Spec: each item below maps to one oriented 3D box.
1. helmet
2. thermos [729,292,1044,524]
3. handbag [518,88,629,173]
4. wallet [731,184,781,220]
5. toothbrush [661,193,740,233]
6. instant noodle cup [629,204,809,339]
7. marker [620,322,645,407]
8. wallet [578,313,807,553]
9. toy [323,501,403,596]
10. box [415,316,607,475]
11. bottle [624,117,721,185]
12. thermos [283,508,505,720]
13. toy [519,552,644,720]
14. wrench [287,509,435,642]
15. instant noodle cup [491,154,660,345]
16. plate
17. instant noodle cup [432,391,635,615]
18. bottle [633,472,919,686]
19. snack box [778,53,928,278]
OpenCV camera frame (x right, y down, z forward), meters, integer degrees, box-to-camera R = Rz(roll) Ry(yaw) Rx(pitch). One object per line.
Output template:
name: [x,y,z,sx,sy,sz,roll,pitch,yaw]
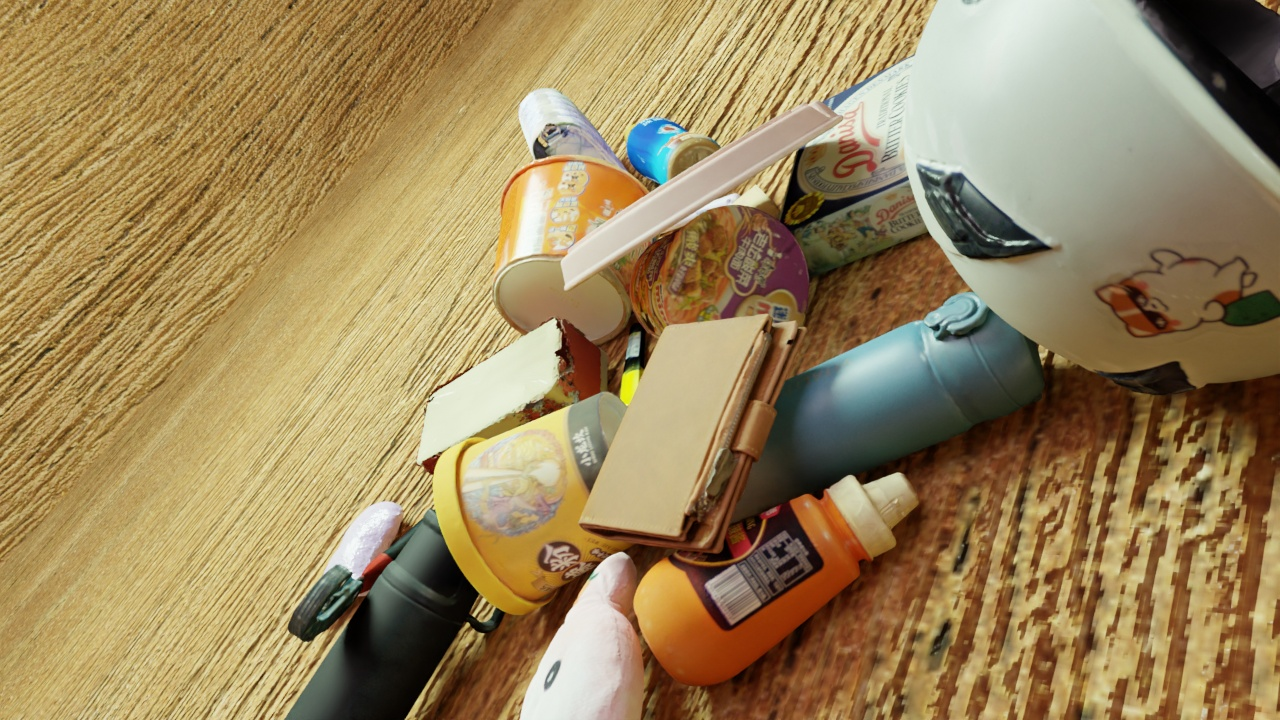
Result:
helmet: [0.201,-0.089,0.389,0.157,0.230,0.273,-44,14,46]
thermos: [0.103,0.031,0.494,0.221,0.070,0.070,-29,31,30]
handbag: [-0.074,-0.229,1.025,0.075,0.134,0.193,-40,27,8]
wallet: [0.066,-0.096,0.773,0.115,0.024,0.087,-38,23,10]
toothbrush: [0.022,-0.130,0.882,0.190,0.029,0.021,-12,3,44]
instant noodle cup: [0.048,-0.052,0.653,0.111,0.111,0.099,-50,19,-11]
marker: [-0.004,0.004,0.739,0.018,0.015,0.124,-32,27,21]
wallet: [0.026,0.036,0.491,0.108,0.031,0.131,-7,54,52]
toy: [-0.243,0.167,0.806,0.084,0.039,0.107,-23,32,36]
box: [-0.113,0.037,0.757,0.169,0.075,0.091,-29,42,28]
bottle: [0.024,-0.214,0.945,0.065,0.065,0.218,-43,28,3]
thermos: [-0.170,0.221,0.596,0.242,0.090,0.068,-57,25,-11]
toy: [-0.031,0.172,0.473,0.159,0.054,0.121,-82,16,-67]
wrench: [-0.179,0.140,0.650,0.056,0.016,0.273,-55,-3,5]
instant noodle cup: [-0.062,-0.089,0.813,0.152,0.151,0.111,-24,42,34]
plate: [0.038,-0.120,0.656,0.229,0.028,0.229,-31,7,4]
instant noodle cup: [-0.050,0.085,0.586,0.114,0.118,0.118,-27,31,14]
bottle: [0.071,0.101,0.456,0.149,0.067,0.066,-33,28,6]
snack box: [0.194,-0.157,0.659,0.183,0.046,0.177,-21,35,37]
